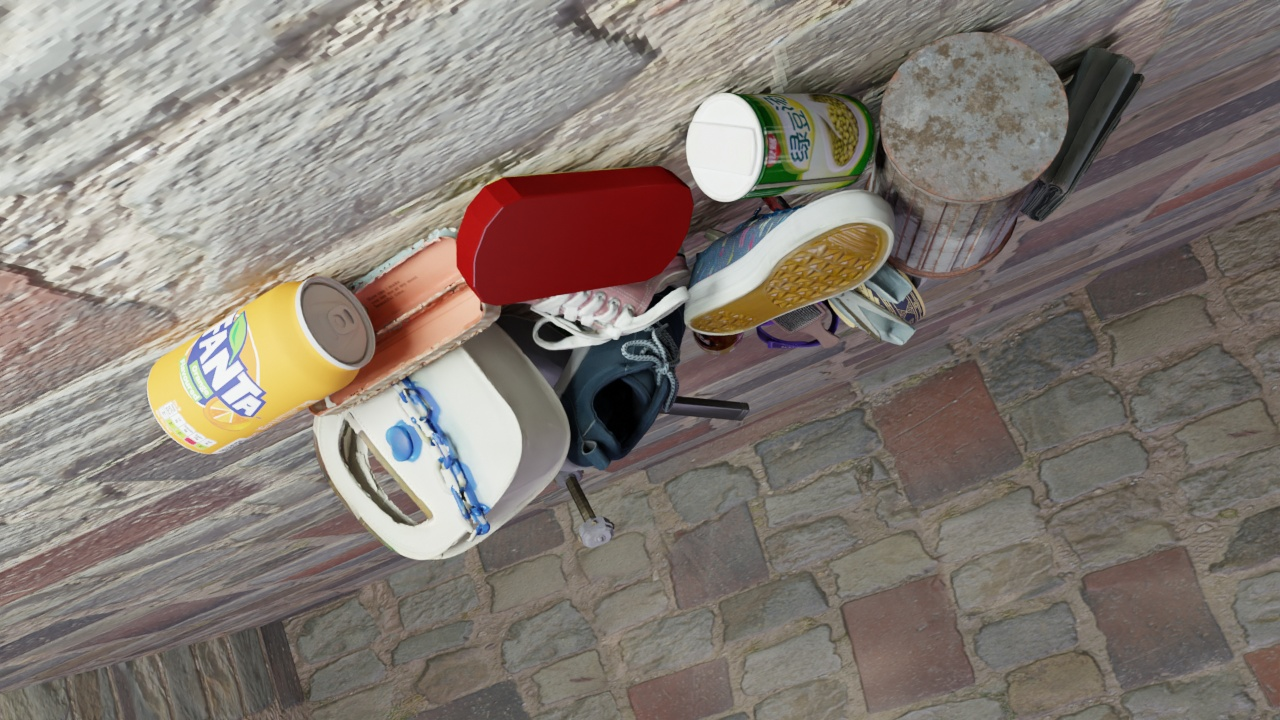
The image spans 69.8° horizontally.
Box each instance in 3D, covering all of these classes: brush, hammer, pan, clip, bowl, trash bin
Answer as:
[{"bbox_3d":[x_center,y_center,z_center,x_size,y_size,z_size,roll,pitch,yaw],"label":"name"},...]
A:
[{"bbox_3d":[0.190,-0.037,1.023,0.050,0.015,0.135,-32,145,22],"label":"brush"},{"bbox_3d":[-0.085,0.089,0.949,0.147,0.028,0.316,-22,-147,-10],"label":"hammer"},{"bbox_3d":[-0.057,0.039,0.890,0.356,0.041,0.179,6,140,-20],"label":"pan"},{"bbox_3d":[0.179,-0.091,0.838,0.029,0.171,0.141,-47,155,-13],"label":"clip"},{"bbox_3d":[0.228,-0.068,0.936,0.061,0.112,0.112,-40,168,1],"label":"bowl"},{"bbox_3d":[0.244,-0.148,0.721,0.131,0.130,0.211,-23,167,7],"label":"trash bin"},{"bbox_3d":[-0.045,-0.090,0.619,0.173,0.042,0.082,-13,137,-36],"label":"brush"}]

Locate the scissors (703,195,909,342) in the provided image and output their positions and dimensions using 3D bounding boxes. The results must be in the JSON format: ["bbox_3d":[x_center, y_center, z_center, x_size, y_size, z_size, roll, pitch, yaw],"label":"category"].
[{"bbox_3d":[0.141,-0.087,0.806,0.180,0.015,0.193,10,143,33],"label":"scissors"}]

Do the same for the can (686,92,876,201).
[{"bbox_3d":[0.095,-0.145,0.616,0.120,0.067,0.068,-14,166,-37],"label":"can"}]

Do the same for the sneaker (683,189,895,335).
[{"bbox_3d":[0.114,-0.090,0.739,0.087,0.079,0.236,11,159,-26],"label":"sneaker"}]

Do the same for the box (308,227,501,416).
[{"bbox_3d":[-0.183,-0.025,0.657,0.187,0.083,0.043,-29,173,25],"label":"box"}]

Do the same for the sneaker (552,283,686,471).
[{"bbox_3d":[-0.005,0.005,0.800,0.088,0.089,0.234,-12,-145,42],"label":"sneaker"}]

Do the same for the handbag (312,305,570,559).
[{"bbox_3d":[-0.177,0.062,0.727,0.200,0.200,0.092,-49,163,17],"label":"handbag"}]

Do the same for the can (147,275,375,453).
[{"bbox_3d":[-0.258,0.003,0.625,0.143,0.079,0.079,-26,168,20],"label":"can"}]

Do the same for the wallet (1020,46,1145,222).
[{"bbox_3d":[0.371,-0.190,0.792,0.131,0.054,0.100,-59,164,1],"label":"wallet"}]

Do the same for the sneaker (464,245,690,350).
[{"bbox_3d":[-0.038,-0.056,0.731,0.119,0.088,0.240,-31,166,38],"label":"sneaker"}]

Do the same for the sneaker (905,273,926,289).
[{"bbox_3d":[0.300,-0.135,1.002,0.129,0.097,0.263,-40,175,1],"label":"sneaker"}]

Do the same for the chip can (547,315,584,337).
[{"bbox_3d":[-0.103,0.006,0.933,0.224,0.075,0.075,-26,168,20],"label":"chip can"}]

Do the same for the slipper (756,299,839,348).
[{"bbox_3d":[0.184,-0.055,1.074,0.107,0.084,0.266,-22,168,4],"label":"slipper"}]

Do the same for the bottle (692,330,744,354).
[{"bbox_3d":[0.086,-0.050,0.983,0.059,0.059,0.166,-21,169,-2],"label":"bottle"}]
